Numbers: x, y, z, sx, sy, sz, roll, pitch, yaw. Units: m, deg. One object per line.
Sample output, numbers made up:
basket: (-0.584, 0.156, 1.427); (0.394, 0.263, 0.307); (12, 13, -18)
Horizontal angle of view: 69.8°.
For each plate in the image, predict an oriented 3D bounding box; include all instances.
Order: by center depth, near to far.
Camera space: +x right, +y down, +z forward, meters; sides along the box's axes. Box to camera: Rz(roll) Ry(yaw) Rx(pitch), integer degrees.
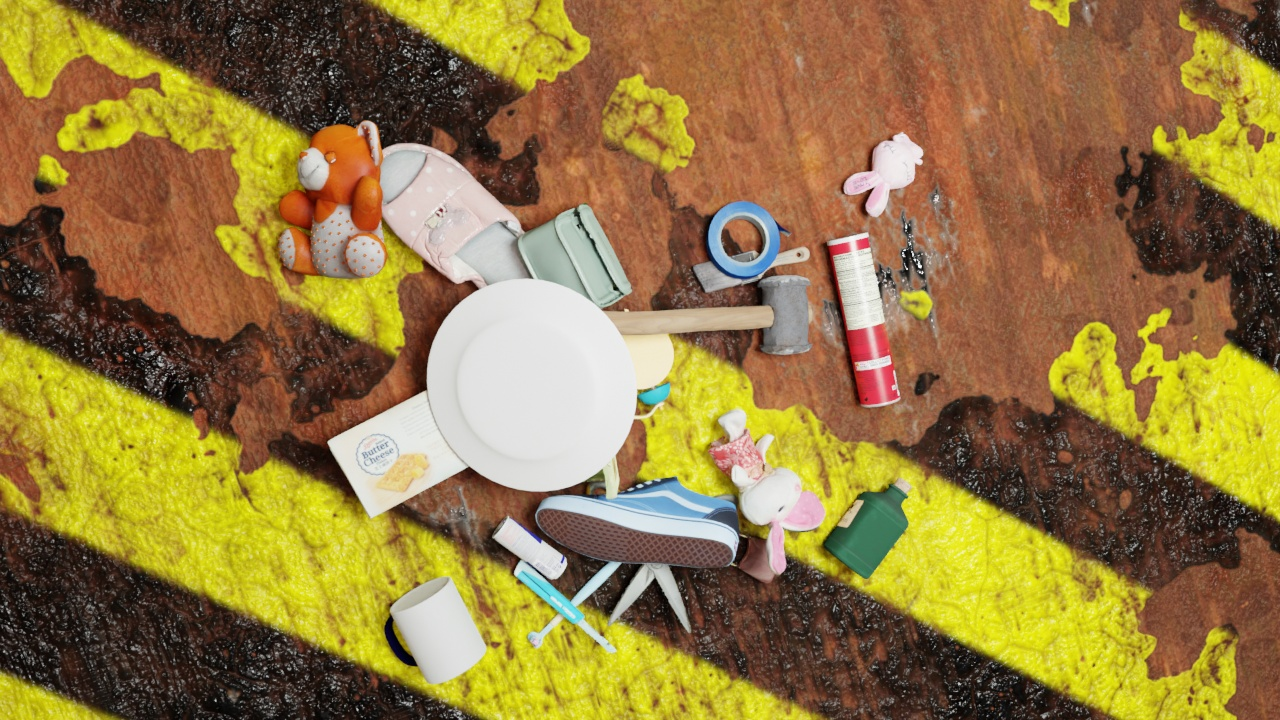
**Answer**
plate: (-0.124, 0.031, 1.014); (0.243, 0.016, 0.242); (2, 102, 11)

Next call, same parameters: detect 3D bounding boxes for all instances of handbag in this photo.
handbag: (-0.071, -0.116, 1.075); (0.067, 0.105, 0.122); (-23, 98, 34)
handbag: (0.119, 0.238, 1.167); (0.119, 0.029, 0.055); (22, 88, -5)

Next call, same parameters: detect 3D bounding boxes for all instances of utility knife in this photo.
utility knife: (-0.090, 0.303, 1.127); (0.162, 0.015, 0.022); (39, 93, 1)

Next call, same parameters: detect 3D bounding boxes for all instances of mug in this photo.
mug: (-0.253, 0.324, 1.093); (0.112, 0.078, 0.097); (-22, 98, 21)

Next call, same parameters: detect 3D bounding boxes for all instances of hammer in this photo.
hammer: (0.066, -0.047, 1.081); (0.327, 0.052, 0.098); (-5, 95, -27)

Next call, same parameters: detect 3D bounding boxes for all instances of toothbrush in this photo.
toothbrush: (-0.080, 0.298, 1.143); (0.155, 0.016, 0.022); (-44, 61, -4)

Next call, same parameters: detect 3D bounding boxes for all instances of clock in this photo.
clock: (-0.007, 0.007, 1.123); (0.099, 0.044, 0.129); (15, 84, -10)

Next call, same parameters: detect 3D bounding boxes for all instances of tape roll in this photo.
tape roll: (0.127, -0.149, 1.135); (0.091, 0.016, 0.093); (37, 80, 0)

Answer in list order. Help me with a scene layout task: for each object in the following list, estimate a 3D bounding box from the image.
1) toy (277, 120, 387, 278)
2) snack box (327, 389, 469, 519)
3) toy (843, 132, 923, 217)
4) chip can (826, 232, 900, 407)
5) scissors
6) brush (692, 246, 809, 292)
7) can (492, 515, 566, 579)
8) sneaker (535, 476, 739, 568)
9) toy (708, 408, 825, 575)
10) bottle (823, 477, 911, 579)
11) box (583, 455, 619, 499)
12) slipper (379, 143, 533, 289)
toy: (-0.337, -0.178, 1.020); (0.092, 0.164, 0.172); (-3, 96, -53)
snack box: (-0.247, 0.089, 1.081); (0.207, 0.057, 0.104); (-28, 97, -7)
toy: (0.310, -0.236, 1.154); (0.063, 0.047, 0.110); (41, 90, -1)
chip can: (0.282, -0.050, 1.158); (0.051, 0.052, 0.215); (-14, 96, -8)
scissors: (0.017, 0.226, 1.141); (0.230, 0.016, 0.225); (44, 82, -1)
brush: (0.141, -0.119, 1.152); (0.151, 0.012, 0.039); (-15, 95, -9)
can: (-0.135, 0.230, 1.121); (0.095, 0.032, 0.032); (38, 87, -9)
sneaker: (0.000, 0.185, 1.109); (0.241, 0.098, 0.084); (7, 131, 5)
toy: (0.150, 0.150, 1.132); (0.084, 0.158, 0.194); (-30, 89, 38)
bottle: (0.299, 0.207, 1.173); (0.061, 0.061, 0.131); (39, 87, -12)
box: (-0.061, 0.060, 1.079); (0.066, 0.128, 0.188); (-17, 103, -30)
slipper: (-0.201, -0.149, 1.073); (0.274, 0.054, 0.114); (40, 87, -8)
